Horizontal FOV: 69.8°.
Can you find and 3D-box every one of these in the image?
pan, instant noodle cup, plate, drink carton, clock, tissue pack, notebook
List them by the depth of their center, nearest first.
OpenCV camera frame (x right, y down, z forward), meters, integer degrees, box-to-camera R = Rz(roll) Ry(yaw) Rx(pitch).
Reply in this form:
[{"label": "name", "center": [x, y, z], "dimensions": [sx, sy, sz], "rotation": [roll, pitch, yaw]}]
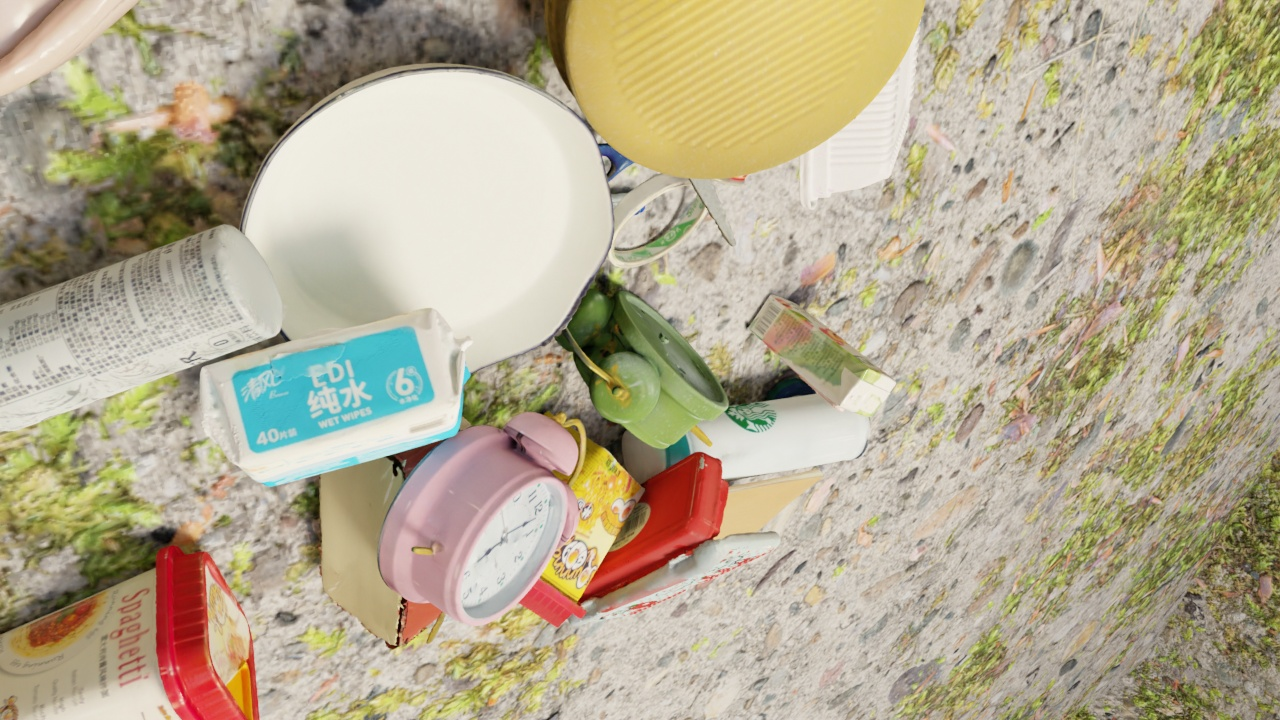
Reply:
[{"label": "pan", "center": [0.117, -0.227, 0.467], "dimensions": [0.358, 0.078, 0.198], "rotation": [-26, 142, 12]}, {"label": "tissue pack", "center": [-0.157, 0.020, 0.491], "dimensions": [0.140, 0.063, 0.090], "rotation": [-16, 169, -15]}, {"label": "plate", "center": [-0.117, -0.075, 0.522], "dimensions": [0.204, 0.045, 0.205], "rotation": [-16, 135, -17]}, {"label": "instant noodle cup", "center": [-0.312, 0.194, 0.559], "dimensions": [0.124, 0.116, 0.117], "rotation": [-17, 133, -14]}, {"label": "clock", "center": [-0.086, 0.094, 0.573], "dimensions": [0.158, 0.060, 0.117], "rotation": [-43, 147, -39]}, {"label": "instant noodle cup", "center": [0.149, -0.200, 0.609], "dimensions": [0.174, 0.060, 0.137], "rotation": [82, 26, -44]}, {"label": "clock", "center": [-0.004, 0.004, 0.655], "dimensions": [0.056, 0.116, 0.161], "rotation": [-44, 143, 13]}, {"label": "instant noodle cup", "center": [-0.071, 0.117, 0.700], "dimensions": [0.123, 0.116, 0.116], "rotation": [-52, 140, -12]}, {"label": "drink carton", "center": [0.149, -0.003, 0.770], "dimensions": [0.053, 0.122, 0.045], "rotation": [19, 110, -48]}, {"label": "notebook", "center": [0.057, 0.166, 0.858], "dimensions": [0.149, 0.012, 0.212], "rotation": [-5, 147, -36]}]

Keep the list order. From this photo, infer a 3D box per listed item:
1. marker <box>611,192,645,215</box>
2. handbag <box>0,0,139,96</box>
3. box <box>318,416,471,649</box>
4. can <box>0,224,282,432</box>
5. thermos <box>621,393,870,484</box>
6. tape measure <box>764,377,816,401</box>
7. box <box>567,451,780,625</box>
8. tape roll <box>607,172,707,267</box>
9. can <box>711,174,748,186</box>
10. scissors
[{"label": "marker", "center": [-0.059, -0.098, 0.598], "dimensions": [0.145, 0.017, 0.017], "rotation": [-11, 129, -34]}, {"label": "handbag", "center": [-0.252, -0.224, 0.295], "dimensions": [0.193, 0.093, 0.234], "rotation": [-45, 132, 0]}, {"label": "box", "center": [-0.170, 0.104, 0.604], "dimensions": [0.077, 0.091, 0.169], "rotation": [-31, 141, -47]}, {"label": "can", "center": [-0.252, -0.014, 0.440], "dimensions": [0.147, 0.058, 0.058], "rotation": [-21, 137, -1]}, {"label": "thermos", "center": [0.092, 0.068, 0.804], "dimensions": [0.223, 0.073, 0.073], "rotation": [-6, 126, -25]}, {"label": "tape measure", "center": [0.143, 0.043, 0.876], "dimensions": [0.058, 0.025, 0.054], "rotation": [24, 103, -37]}, {"label": "box", "center": [0.020, 0.161, 0.740], "dimensions": [0.098, 0.095, 0.202], "rotation": [31, 137, -22]}, {"label": "tape roll", "center": [0.011, -0.098, 0.636], "dimensions": [0.085, 0.014, 0.086], "rotation": [-30, 159, -13]}, {"label": "can", "center": [0.059, -0.169, 0.601], "dimensions": [0.066, 0.066, 0.094], "rotation": [1, 121, -41]}, {"label": "scissors", "center": [0.015, -0.146, 0.567], "dimensions": [0.174, 0.012, 0.162], "rotation": [-6, 106, 3]}]
